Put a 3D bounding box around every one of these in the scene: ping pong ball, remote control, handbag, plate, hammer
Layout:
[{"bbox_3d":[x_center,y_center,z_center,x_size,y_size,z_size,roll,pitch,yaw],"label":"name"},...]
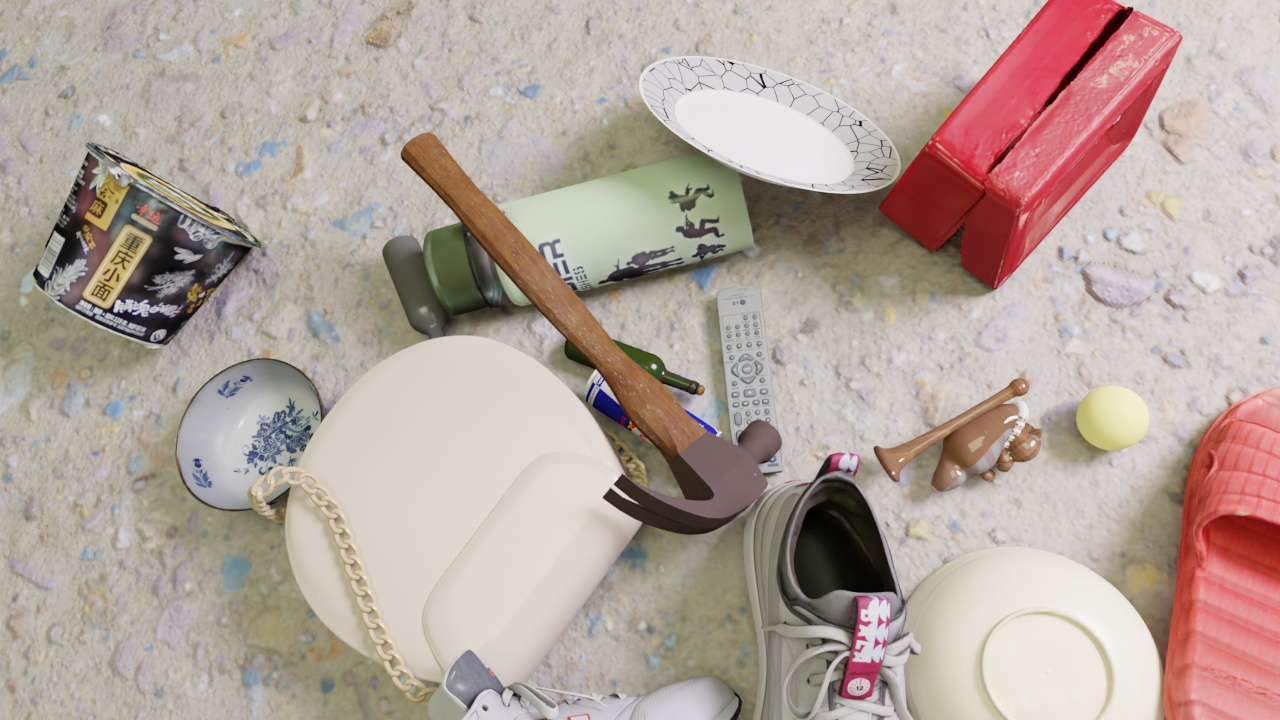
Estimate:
[{"bbox_3d":[0.291,0.035,0.566,0.040,0.040,0.040,-4,70,10],"label":"ping pong ball"},{"bbox_3d":[0.074,0.012,0.633,0.033,0.013,0.136,-7,70,9],"label":"remote control"},{"bbox_3d":[-0.120,0.094,0.598,0.208,0.103,0.210,35,82,16],"label":"handbag"},{"bbox_3d":[0.088,-0.161,0.639,0.188,0.016,0.188,12,38,-10],"label":"plate"},{"bbox_3d":[-0.044,-0.025,0.586,0.323,0.033,0.115,48,51,10],"label":"hammer"}]

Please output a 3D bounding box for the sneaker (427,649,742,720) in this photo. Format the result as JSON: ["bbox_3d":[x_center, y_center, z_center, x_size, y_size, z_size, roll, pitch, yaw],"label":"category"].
[{"bbox_3d":[-0.060,0.211,0.504,0.239,0.089,0.124,-26,69,-36],"label":"sneaker"}]

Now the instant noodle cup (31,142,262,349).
[{"bbox_3d":[-0.386,-0.083,0.707,0.137,0.137,0.112,34,90,20],"label":"instant noodle cup"}]

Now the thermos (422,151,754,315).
[{"bbox_3d":[-0.040,-0.091,0.657,0.231,0.082,0.082,-13,69,7],"label":"thermos"}]

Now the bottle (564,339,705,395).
[{"bbox_3d":[-0.004,0.004,0.647,0.106,0.025,0.025,20,76,18],"label":"bottle"}]

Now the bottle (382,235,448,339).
[{"bbox_3d":[-0.163,-0.044,0.686,0.030,0.030,0.113,-29,60,0],"label":"bottle"}]

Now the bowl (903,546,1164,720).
[{"bbox_3d":[0.220,0.175,0.513,0.151,0.075,0.150,-4,70,10],"label":"bowl"}]

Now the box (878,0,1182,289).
[{"bbox_3d":[0.244,-0.148,0.594,0.110,0.134,0.157,42,82,18],"label":"box"}]

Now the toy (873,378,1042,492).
[{"bbox_3d":[0.205,0.054,0.576,0.102,0.041,0.055,-32,106,9],"label":"toy"}]

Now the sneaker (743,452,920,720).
[{"bbox_3d":[0.108,0.177,0.489,0.097,0.129,0.262,0,65,-2],"label":"sneaker"}]

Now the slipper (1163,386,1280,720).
[{"bbox_3d":[0.351,0.105,0.496,0.103,0.059,0.248,26,64,14],"label":"slipper"}]

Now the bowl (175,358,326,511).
[{"bbox_3d":[-0.275,0.058,0.673,0.114,0.045,0.114,-4,70,10],"label":"bowl"}]

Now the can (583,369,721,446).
[{"bbox_3d":[0.007,0.038,0.621,0.095,0.032,0.032,32,80,10],"label":"can"}]
